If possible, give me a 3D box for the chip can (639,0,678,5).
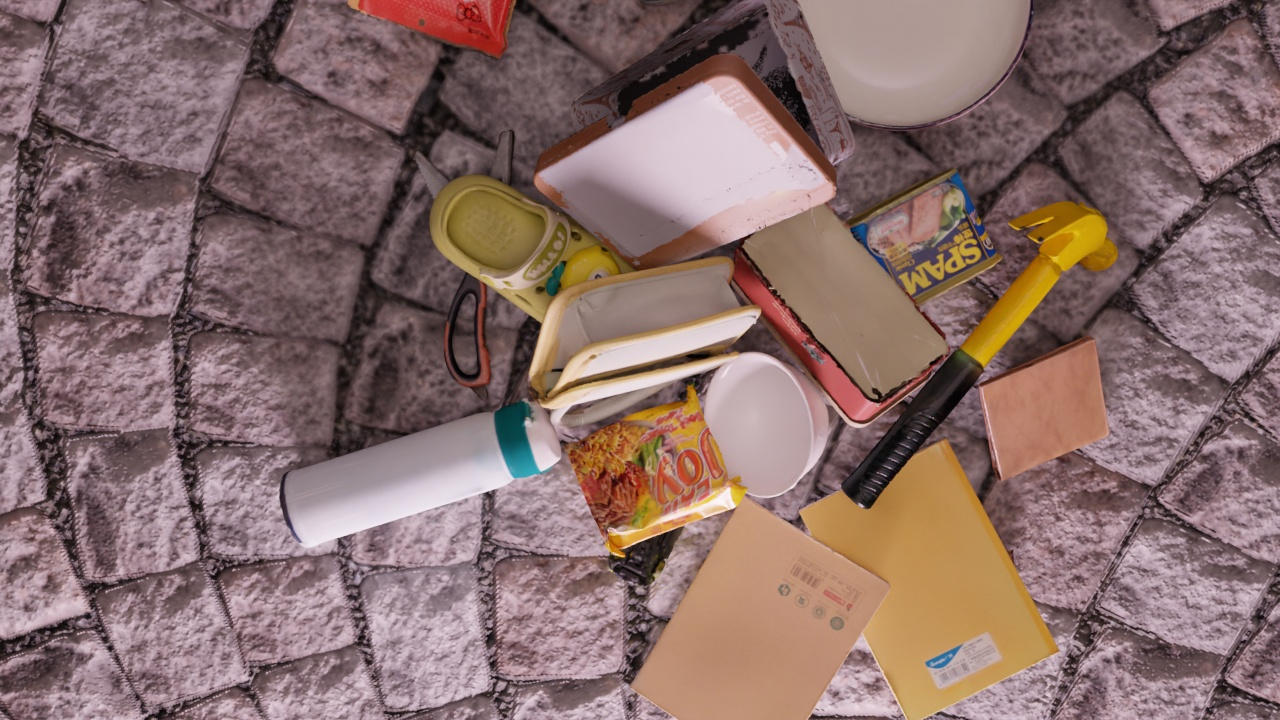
[{"bbox_3d":[0.008,-0.382,0.682,0.071,0.071,0.210,-13,100,1],"label":"chip can"}]

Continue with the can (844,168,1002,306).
[{"bbox_3d":[0.226,-0.096,0.746,0.102,0.057,0.083,-28,97,3],"label":"can"}]

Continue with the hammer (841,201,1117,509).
[{"bbox_3d":[0.269,-0.001,0.750,0.128,0.033,0.301,23,108,-46],"label":"hammer"}]

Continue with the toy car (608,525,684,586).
[{"bbox_3d":[0.010,0.143,0.795,0.048,0.032,0.105,27,87,-3],"label":"toy car"}]

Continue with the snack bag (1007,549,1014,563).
[{"bbox_3d":[0.283,0.200,0.814,0.104,0.026,0.048,-12,104,1],"label":"snack bag"}]

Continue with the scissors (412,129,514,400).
[{"bbox_3d":[-0.120,-0.076,0.762,0.225,0.015,0.189,41,97,-7],"label":"scissors"}]

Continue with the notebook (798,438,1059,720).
[{"bbox_3d":[0.248,0.191,0.796,0.146,0.010,0.206,-28,86,3],"label":"notebook"}]

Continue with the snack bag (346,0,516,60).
[{"bbox_3d":[-0.134,-0.348,0.692,0.128,0.073,0.208,20,104,0],"label":"snack bag"}]

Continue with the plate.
[{"bbox_3d":[0.201,-0.271,0.711,0.192,0.039,0.192,0,90,6],"label":"plate"}]

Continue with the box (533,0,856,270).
[{"bbox_3d":[0.032,-0.147,0.643,0.182,0.165,0.150,-21,97,34],"label":"box"}]

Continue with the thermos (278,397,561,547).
[{"bbox_3d":[-0.178,0.093,0.766,0.224,0.073,0.073,-17,100,1],"label":"thermos"}]

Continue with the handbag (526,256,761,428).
[{"bbox_3d":[-0.004,0.004,0.722,0.163,0.179,0.063,-13,62,-27],"label":"handbag"}]

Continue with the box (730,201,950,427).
[{"bbox_3d":[0.152,-0.043,0.704,0.091,0.078,0.168,-34,74,-13],"label":"box"}]

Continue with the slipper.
[{"bbox_3d":[-0.080,-0.079,0.714,0.190,0.081,0.092,28,96,-3],"label":"slipper"}]

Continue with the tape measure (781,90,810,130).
[{"bbox_3d":[0.113,-0.199,0.719,0.033,0.066,0.066,-41,83,7],"label":"tape measure"}]

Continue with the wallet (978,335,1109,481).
[{"bbox_3d":[0.339,0.042,0.770,0.101,0.020,0.115,-23,124,2],"label":"wallet"}]

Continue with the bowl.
[{"bbox_3d":[0.116,0.049,0.757,0.064,0.118,0.118,-8,103,-40],"label":"bowl"}]

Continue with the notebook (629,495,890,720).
[{"bbox_3d":[0.102,0.244,0.809,0.148,0.008,0.208,30,98,10],"label":"notebook"}]

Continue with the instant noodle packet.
[{"bbox_3d":[0.011,0.090,0.761,0.128,0.044,0.110,-25,70,5],"label":"instant noodle packet"}]
